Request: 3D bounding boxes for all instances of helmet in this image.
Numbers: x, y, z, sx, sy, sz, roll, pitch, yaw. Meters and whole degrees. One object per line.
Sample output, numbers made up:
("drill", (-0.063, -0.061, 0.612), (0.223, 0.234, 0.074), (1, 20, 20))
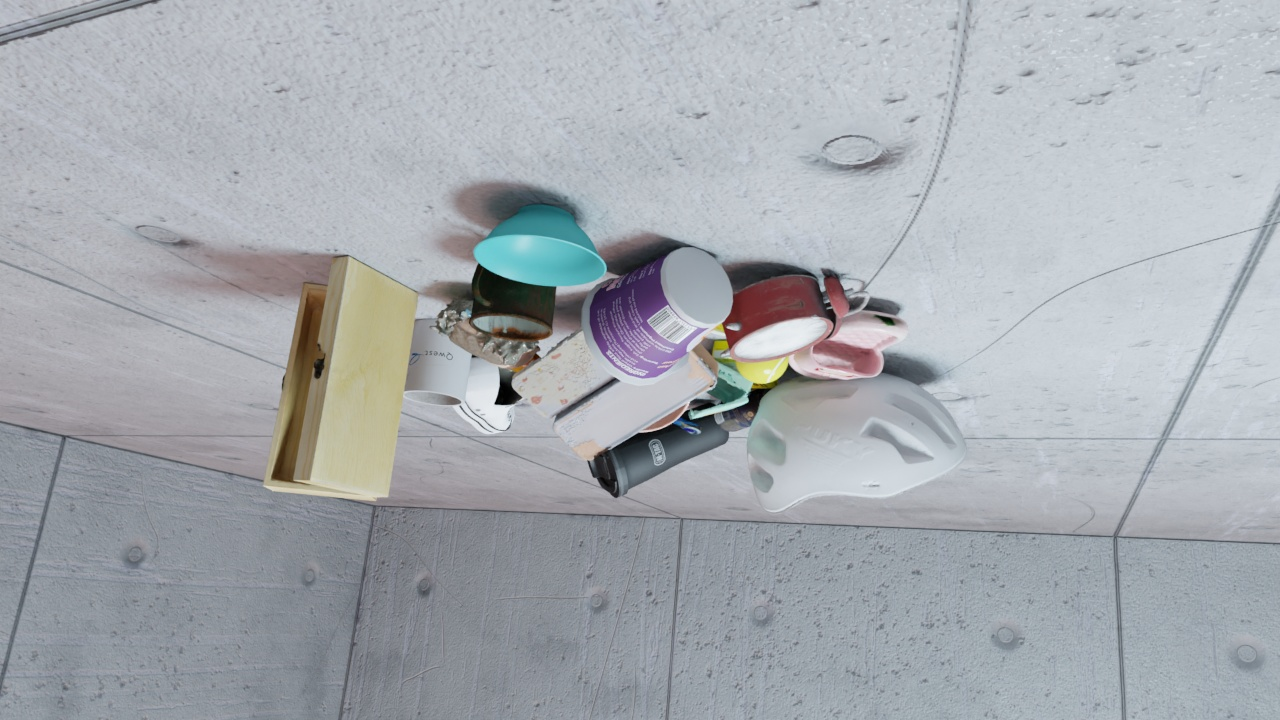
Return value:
("helmet", (0.282, 0.107, 1.213), (0.283, 0.184, 0.223), (5, -156, 21))

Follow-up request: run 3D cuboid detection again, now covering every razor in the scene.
("razor", (0.039, 0.074, 1.261), (0.044, 0.018, 0.141), (-13, 145, 41))

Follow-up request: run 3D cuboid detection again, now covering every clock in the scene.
("clock", (0.158, -0.052, 0.954), (0.157, 0.061, 0.110), (-12, 159, -3))

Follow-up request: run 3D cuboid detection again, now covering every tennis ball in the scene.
("tennis ball", (0.147, -0.004, 1.113), (0.065, 0.065, 0.065), (5, 164, 1))

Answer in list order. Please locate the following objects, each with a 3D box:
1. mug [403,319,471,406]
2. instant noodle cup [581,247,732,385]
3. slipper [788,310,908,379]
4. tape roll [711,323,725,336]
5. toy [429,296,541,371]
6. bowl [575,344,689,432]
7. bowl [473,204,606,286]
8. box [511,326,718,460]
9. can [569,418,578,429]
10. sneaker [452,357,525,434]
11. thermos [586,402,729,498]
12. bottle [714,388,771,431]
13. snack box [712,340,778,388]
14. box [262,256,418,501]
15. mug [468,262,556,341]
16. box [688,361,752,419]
("mug", (-0.287, 0.003, 1.221), (0.119, 0.096, 0.083), (5, 164, 1))
("instant noodle cup", (0.030, -0.049, 0.927), (0.136, 0.121, 0.122), (24, 148, -26))
("slipper", (0.238, -0.012, 1.077), (0.106, 0.055, 0.222), (9, 164, -7))
("tape roll", (0.114, -0.049, 1.053), (0.094, 0.019, 0.094), (5, 164, 1))
("toy", (-0.169, -0.028, 1.113), (0.133, 0.076, 0.176), (26, 169, 20))
("bowl", (-0.007, 0.007, 1.131), (0.153, 0.076, 0.153), (5, 122, 7))
("bowl", (-0.090, -0.111, 0.847), (0.121, 0.046, 0.121), (5, 164, 1))
("box", (-0.032, 0.019, 1.077), (0.217, 0.043, 0.151), (-32, 109, 27))
("can", (-0.079, 0.072, 1.429), (0.080, 0.080, 0.146), (10, 164, -17))
("sneaker", (-0.217, 0.048, 1.403), (0.097, 0.091, 0.245), (-11, 161, 3))
("thermos", (0.030, 0.136, 1.467), (0.218, 0.106, 0.106), (-19, 172, -19))
("bottle", (0.166, 0.070, 1.387), (0.056, 0.056, 0.161), (11, 164, -19))
("snack box", (0.142, 0.007, 1.226), (0.061, 0.025, 0.149), (1, 163, 18))
("box", (-0.335, 0.029, 1.056), (0.141, 0.248, 0.185), (13, 163, -28))
("mug", (-0.134, -0.074, 0.927), (0.085, 0.081, 0.111), (-3, 162, 26))
("box", (0.099, 0.058, 1.239), (0.077, 0.080, 0.189), (27, 173, 1))
